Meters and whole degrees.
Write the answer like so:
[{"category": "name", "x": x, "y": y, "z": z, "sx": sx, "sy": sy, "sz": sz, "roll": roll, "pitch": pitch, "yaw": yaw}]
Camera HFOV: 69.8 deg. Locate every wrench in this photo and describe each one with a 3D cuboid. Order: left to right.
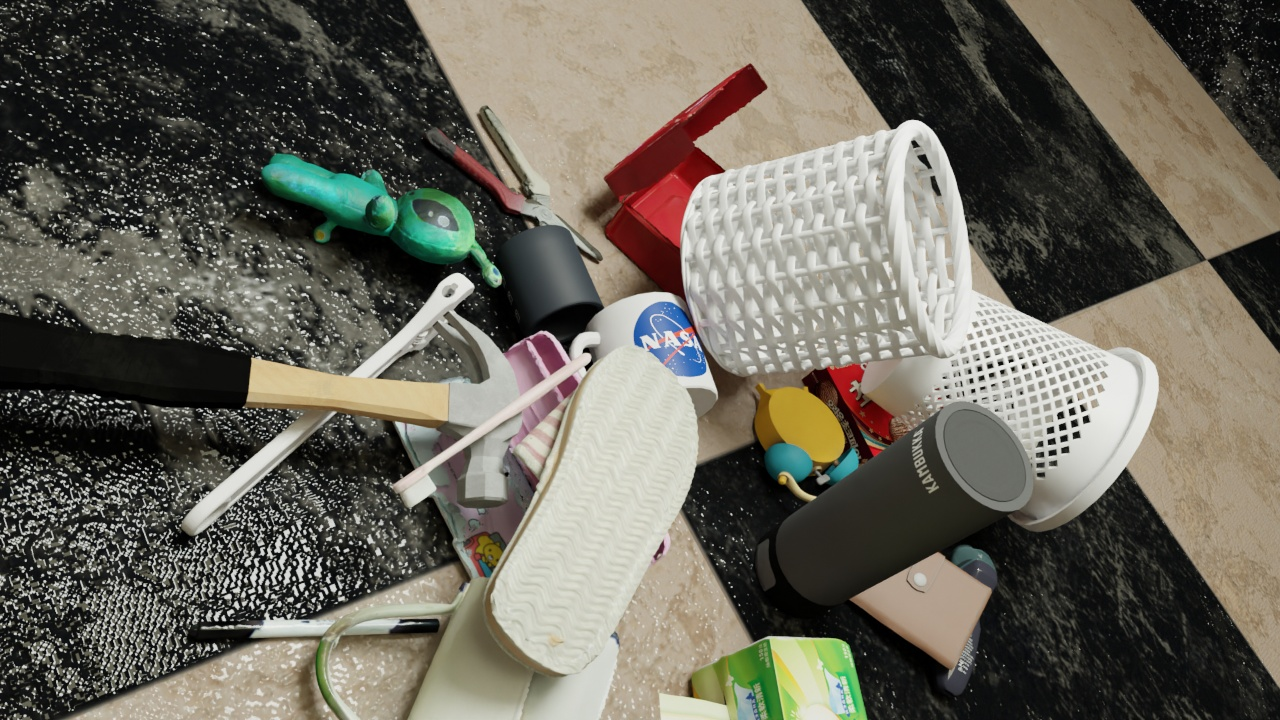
[{"category": "wrench", "x": -0.208, "y": 0.023, "z": 0.643, "sx": 0.018, "sy": 0.066, "sz": 0.272, "roll": 42, "pitch": 51, "yaw": -2}]

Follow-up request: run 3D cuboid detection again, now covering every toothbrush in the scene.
[{"category": "toothbrush", "x": -0.093, "y": 0.042, "z": 0.622, "sx": 0.180, "sy": 0.016, "sz": 0.018, "roll": -38, "pitch": 102, "yaw": -38}]

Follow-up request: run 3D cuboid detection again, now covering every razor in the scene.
[{"category": "razor", "x": 0.292, "y": 0.237, "z": 0.836, "sx": 0.047, "sy": 0.052, "sz": 0.142, "roll": 36, "pitch": 52, "yaw": -12}]

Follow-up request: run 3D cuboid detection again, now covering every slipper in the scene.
[{"category": "slipper", "x": -0.034, "y": 0.091, "z": 0.614, "sx": 0.115, "sy": 0.052, "sz": 0.262, "roll": 39, "pitch": 42, "yaw": -13}]

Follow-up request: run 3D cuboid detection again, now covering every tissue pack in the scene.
[{"category": "tissue pack", "x": 0.076, "y": 0.292, "z": 0.612, "sx": 0.141, "sy": 0.121, "sz": 0.197, "roll": 12, "pitch": 48, "yaw": -29}]

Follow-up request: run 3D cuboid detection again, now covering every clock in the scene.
[{"category": "clock", "x": 0.153, "y": 0.077, "z": 0.856, "sx": 0.099, "sy": 0.044, "sz": 0.129, "roll": 5, "pitch": 50, "yaw": -31}]

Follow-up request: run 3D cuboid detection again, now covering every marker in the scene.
[{"category": "marker", "x": -0.200, "y": 0.168, "z": 0.578, "sx": 0.152, "sy": 0.011, "sz": 0.011, "roll": 8, "pitch": 56, "yaw": -30}]

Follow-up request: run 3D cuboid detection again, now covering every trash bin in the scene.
[{"category": "trash bin", "x": 0.333, "y": 0.026, "z": 0.873, "sx": 0.199, "sy": 0.196, "sz": 0.194, "roll": 31, "pitch": 47, "yaw": 0}]

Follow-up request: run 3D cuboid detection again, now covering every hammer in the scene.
[{"category": "hammer", "x": -0.230, "y": 0.016, "z": 0.575, "sx": 0.327, "sy": 0.039, "sz": 0.131, "roll": 10, "pitch": 68, "yaw": -31}]

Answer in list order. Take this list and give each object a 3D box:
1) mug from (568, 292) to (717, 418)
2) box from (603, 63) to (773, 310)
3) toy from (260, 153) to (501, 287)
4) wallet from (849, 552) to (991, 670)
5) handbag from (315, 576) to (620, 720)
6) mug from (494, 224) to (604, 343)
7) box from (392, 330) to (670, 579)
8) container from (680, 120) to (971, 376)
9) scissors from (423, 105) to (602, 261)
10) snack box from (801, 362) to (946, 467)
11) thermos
[{"category": "mug", "x": -0.005, "y": 0.004, "z": 0.765, "sx": 0.121, "sy": 0.091, "sz": 0.090, "roll": -1, "pitch": 61, "yaw": -33}, {"category": "box", "x": 0.067, "y": -0.161, "z": 0.900, "sx": 0.170, "sy": 0.157, "sz": 0.156, "roll": 56, "pitch": 46, "yaw": -15}, {"category": "toy", "x": -0.202, "y": -0.112, "z": 0.731, "sx": 0.193, "sy": 0.072, "sz": 0.130, "roll": 19, "pitch": 16, "yaw": -22}, {"category": "wallet", "x": 0.243, "y": 0.203, "z": 0.815, "sx": 0.121, "sy": 0.013, "sz": 0.087, "roll": 34, "pitch": 64, "yaw": 9}, {"category": "handbag", "x": -0.112, "y": 0.205, "z": 0.559, "sx": 0.176, "sy": 0.074, "sz": 0.150, "roll": 27, "pitch": 57, "yaw": -9}, {"category": "mug", "x": -0.069, "y": -0.060, "z": 0.790, "sx": 0.105, "sy": 0.071, "sz": 0.077, "roll": 14, "pitch": 48, "yaw": -60}, {"category": "box", "x": -0.082, "y": 0.090, "z": 0.691, "sx": 0.153, "sy": 0.067, "sz": 0.201, "roll": -27, "pitch": 76, "yaw": -14}, {"category": "container", "x": 0.160, "y": -0.086, "z": 0.777, "sx": 0.189, "sy": 0.187, "sz": 0.189, "roll": 15, "pitch": 71, "yaw": -54}, {"category": "scissors", "x": -0.118, "y": -0.166, "z": 0.858, "sx": 0.184, "sy": 0.015, "sz": 0.179, "roll": 11, "pitch": 55, "yaw": -29}, {"category": "snack box", "x": 0.257, "y": 0.058, "z": 0.941, "sx": 0.151, "sy": 0.036, "sz": 0.132, "roll": -9, "pitch": 66, "yaw": -38}, {"category": "thermos", "x": 0.182, "y": 0.124, "z": 0.708, "sx": 0.082, "sy": 0.241, "sz": 0.082, "roll": 14, "pitch": 54, "yaw": -20}]
